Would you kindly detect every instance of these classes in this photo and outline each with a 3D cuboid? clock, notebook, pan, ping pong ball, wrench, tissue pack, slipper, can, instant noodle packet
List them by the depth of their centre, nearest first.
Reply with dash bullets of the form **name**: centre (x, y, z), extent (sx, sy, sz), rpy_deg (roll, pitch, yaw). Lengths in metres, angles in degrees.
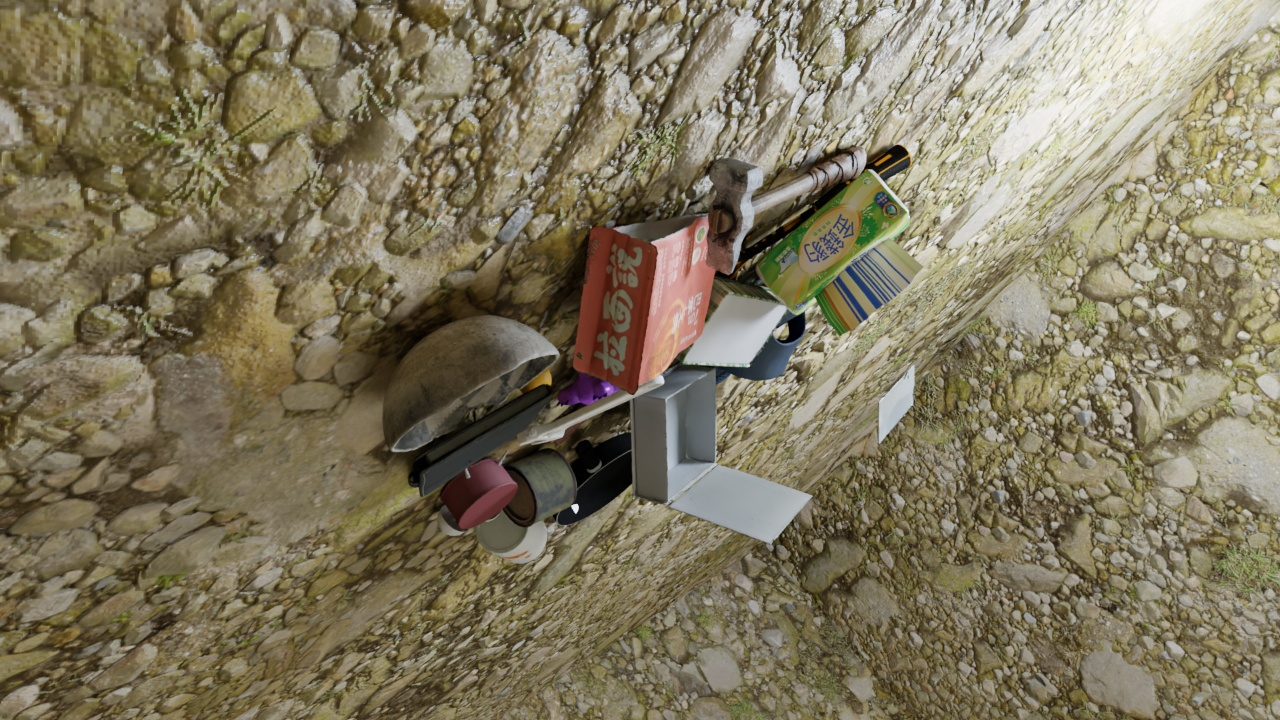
- **instant noodle packet**: centre (0.032, -0.075, 1.005), extent (0.220, 0.084, 0.165), rpy_deg (-25, 129, -52)
- **notebook**: centre (-0.184, 0.093, 1.030), extent (0.169, 0.029, 0.209), rpy_deg (-31, 173, -19)
- **ping pong ball**: centre (-0.121, 0.022, 1.045), extent (0.040, 0.040, 0.040), rpy_deg (-35, 160, -15)
- **wrench**: centre (-0.065, 0.063, 1.116), extent (0.066, 0.018, 0.274), rpy_deg (-5, 166, -42)
- **tissue pack**: centre (0.267, -0.124, 1.178), extent (0.198, 0.141, 0.120), rpy_deg (-41, 168, 18)
- **clock**: centre (-0.216, 0.181, 1.205), extent (0.096, 0.048, 0.138), rpy_deg (-20, 152, -44)
- **can**: centre (-0.144, 0.174, 1.257), extent (0.074, 0.090, 0.090), rpy_deg (-21, 153, -43)
- **slipper**: centre (0.170, 0.000, 1.392), extent (0.101, 0.082, 0.264), rpy_deg (-21, 167, -44)
- **pan**: centre (-0.072, 0.167, 1.439), extent (0.204, 0.044, 0.356), rpy_deg (-37, 160, -8)

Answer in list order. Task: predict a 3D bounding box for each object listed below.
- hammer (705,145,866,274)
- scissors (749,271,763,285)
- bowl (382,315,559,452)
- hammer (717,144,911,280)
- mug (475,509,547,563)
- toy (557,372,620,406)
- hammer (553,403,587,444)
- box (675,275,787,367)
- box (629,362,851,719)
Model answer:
- **hammer**: centre (0.181, -0.202, 1.079), extent (0.317, 0.049, 0.122), rpy_deg (-29, 135, -43)
- **scissors**: centre (0.187, -0.136, 1.294), extent (0.126, 0.019, 0.145), rpy_deg (-28, 164, -44)
- **bowl**: centre (-0.171, 0.009, 0.858), extent (0.178, 0.081, 0.178), rpy_deg (-33, 177, -2)
- **hammer**: centre (0.234, -0.201, 1.225), extent (0.320, 0.036, 0.123), rpy_deg (-33, 159, -12)
- **mug**: centre (-0.190, 0.253, 1.356), extent (0.082, 0.082, 0.105), rpy_deg (-38, 160, -5)
- **toy**: centre (-0.054, 0.030, 1.163), extent (0.106, 0.056, 0.088), rpy_deg (-11, 170, 30)
- **hammer**: centre (-0.007, 0.007, 1.241), extent (0.301, 0.028, 0.111), rpy_deg (-42, 161, 5)
- **box**: centre (0.117, -0.050, 1.218), extent (0.205, 0.050, 0.118), rpy_deg (-1, 126, -57)
- **box**: centre (0.151, 0.247, 1.328), extent (0.174, 0.512, 0.166), rpy_deg (-41, 173, 35)
